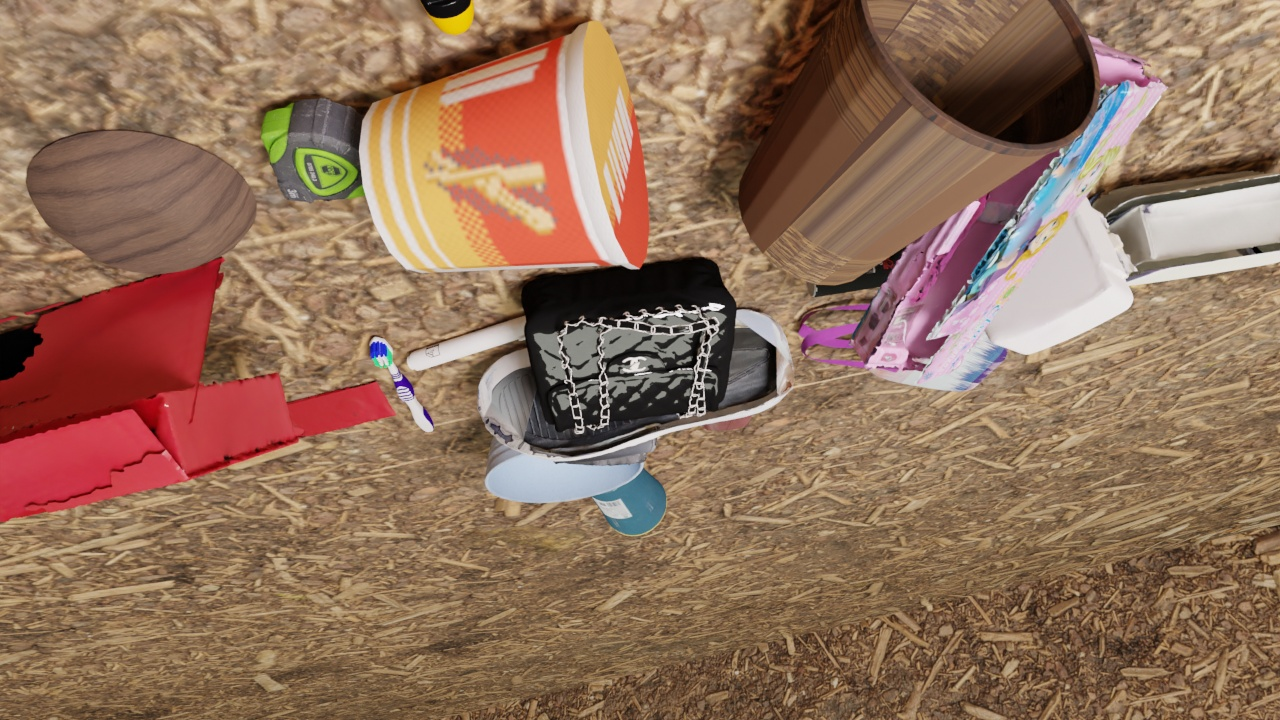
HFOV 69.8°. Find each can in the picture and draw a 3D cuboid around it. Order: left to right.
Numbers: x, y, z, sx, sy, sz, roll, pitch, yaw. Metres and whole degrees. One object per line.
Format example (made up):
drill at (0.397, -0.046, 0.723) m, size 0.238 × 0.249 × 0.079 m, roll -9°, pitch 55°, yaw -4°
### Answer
can at (0.171, -0.071, 0.715) m, size 0.080 × 0.031 × 0.031 m, roll -9°, pitch 154°, yaw -1°

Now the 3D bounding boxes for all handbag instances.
handbag at (-0.004, 0.004, 0.677) m, size 0.153 × 0.114 × 0.125 m, roll -9°, pitch 124°, yaw -8°
handbag at (0.098, 0.029, 0.905) m, size 0.055 × 0.029 × 0.120 m, roll -4°, pitch 148°, yaw -16°
handbag at (0.224, -0.020, 0.815) m, size 0.170 × 0.068 × 0.145 m, roll 2°, pitch 152°, yaw -10°
handbag at (0.420, -0.098, 0.727) m, size 0.151 × 0.074 × 0.176 m, roll -9°, pitch 173°, yaw 1°

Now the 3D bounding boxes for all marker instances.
marker at (-0.128, -0.015, 0.737) m, size 0.134 × 0.020 × 0.017 m, roll -17°, pitch 157°, yaw 14°

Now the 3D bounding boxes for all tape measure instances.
tape measure at (-0.172, -0.117, 0.502) m, size 0.058 × 0.035 × 0.066 m, roll 4°, pitch 156°, yaw -7°

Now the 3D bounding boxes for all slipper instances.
slipper at (-0.003, 0.027, 0.776) m, size 0.264 × 0.111 × 0.063 m, roll -14°, pitch 161°, yaw 0°

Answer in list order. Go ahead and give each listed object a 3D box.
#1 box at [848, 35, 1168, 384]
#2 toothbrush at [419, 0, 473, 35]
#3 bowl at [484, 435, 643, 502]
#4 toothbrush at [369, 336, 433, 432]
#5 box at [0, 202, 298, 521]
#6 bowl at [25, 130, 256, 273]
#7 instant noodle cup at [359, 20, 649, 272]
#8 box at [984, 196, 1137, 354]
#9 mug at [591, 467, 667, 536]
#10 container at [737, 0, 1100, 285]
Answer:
box at (0.219, -0.074, 0.552) m, size 0.084 × 0.063 × 0.231 m, roll 4°, pitch 131°, yaw -24°
toothbrush at (-0.098, -0.205, 0.355) m, size 0.031 × 0.030 × 0.197 m, roll -15°, pitch 152°, yaw -1°
bowl at (-0.076, 0.076, 0.877) m, size 0.150 × 0.074 × 0.151 m, roll -7°, pitch 153°, yaw -4°
toothbrush at (-0.205, 0.027, 0.800) m, size 0.015 × 0.016 × 0.187 m, roll -9°, pitch 154°, yaw -3°
box at (-0.384, -0.001, 0.473) m, size 0.213 × 0.127 × 0.425 m, roll -13°, pitch 152°, yaw 10°
bowl at (-0.288, -0.081, 0.533) m, size 0.119 × 0.032 × 0.119 m, roll -8°, pitch 154°, yaw -4°
instant noodle cup at (-0.069, -0.102, 0.483) m, size 0.121 × 0.123 × 0.123 m, roll -8°, pitch 155°, yaw 13°
box at (0.312, -0.067, 0.691) m, size 0.101 × 0.108 × 0.103 m, roll 12°, pitch 146°, yaw -44°
mug at (-0.023, 0.143, 1.037) m, size 0.078 × 0.078 × 0.121 m, roll -15°, pitch 149°, yaw 10°
container at (0.133, -0.123, 0.501) m, size 0.132 × 0.132 × 0.168 m, roll 0°, pitch 158°, yaw -20°
